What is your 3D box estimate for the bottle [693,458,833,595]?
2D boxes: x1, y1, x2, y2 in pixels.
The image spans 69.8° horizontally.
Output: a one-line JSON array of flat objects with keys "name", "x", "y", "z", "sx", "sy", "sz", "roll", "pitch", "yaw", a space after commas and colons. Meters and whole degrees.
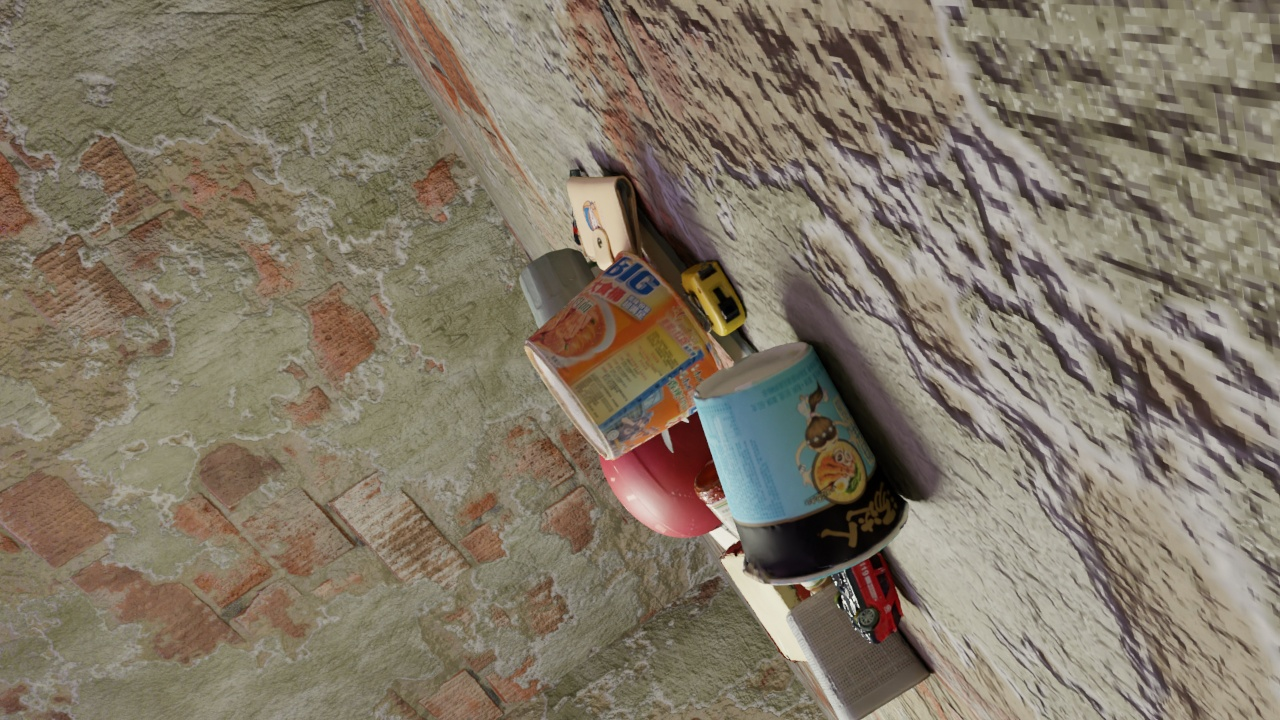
[{"name": "bottle", "x": 0.140, "y": 0.184, "z": 0.971, "sx": 0.206, "sy": 0.060, "sz": 0.060, "roll": 46, "pitch": 179, "yaw": -18}]

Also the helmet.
[{"name": "helmet", "x": 0.028, "y": 0.123, "z": 1.080, "sx": 0.207, "sy": 0.143, "sz": 0.240, "roll": 54, "pitch": 160, "yaw": 29}]

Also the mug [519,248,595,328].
[{"name": "mug", "x": -0.060, "y": -0.068, "z": 1.000, "sx": 0.103, "sy": 0.124, "sz": 0.083, "roll": 63, "pitch": -172, "yaw": 21}]

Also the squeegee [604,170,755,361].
[{"name": "squeegee", "x": 0.042, "y": -0.018, "z": 0.855, "sx": 0.246, "sy": 0.039, "sz": 0.247, "roll": 54, "pitch": 175, "yaw": 28}]

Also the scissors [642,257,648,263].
[{"name": "scissors", "x": 0.005, "y": -0.085, "z": 0.941, "sx": 0.063, "sy": 0.017, "sz": 0.135, "roll": 42, "pitch": 170, "yaw": 39}]

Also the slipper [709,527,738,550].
[{"name": "slipper", "x": 0.159, "y": 0.251, "z": 1.298, "sx": 0.274, "sy": 0.054, "sz": 0.114, "roll": 26, "pitch": 155, "yaw": 57}]

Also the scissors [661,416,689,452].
[{"name": "scissors", "x": -0.007, "y": 0.007, "z": 0.947, "sx": 0.174, "sy": 0.019, "sz": 0.170, "roll": 18, "pitch": 122, "yaw": 55}]

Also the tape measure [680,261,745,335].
[{"name": "tape measure", "x": 0.051, "y": -0.044, "z": 0.673, "sx": 0.057, "sy": 0.029, "sz": 0.060, "roll": 57, "pitch": 175, "yaw": -9}]

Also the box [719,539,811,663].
[{"name": "box", "x": 0.176, "y": 0.294, "z": 1.136, "sx": 0.168, "sy": 0.079, "sz": 0.092, "roll": 56, "pitch": 149, "yaw": -3}]

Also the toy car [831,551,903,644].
[{"name": "toy car", "x": 0.172, "y": 0.167, "z": 0.736, "sx": 0.120, "sy": 0.045, "sz": 0.053, "roll": 64, "pitch": 171, "yaw": -12}]

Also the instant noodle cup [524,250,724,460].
[{"name": "instant noodle cup", "x": -0.016, "y": 0.003, "z": 0.751, "sx": 0.151, "sy": 0.111, "sz": 0.151, "roll": 51, "pitch": 169, "yaw": 14}]

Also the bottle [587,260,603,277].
[{"name": "bottle", "x": -0.032, "y": -0.062, "z": 1.142, "sx": 0.068, "sy": 0.068, "sz": 0.197, "roll": 55, "pitch": 177, "yaw": 18}]

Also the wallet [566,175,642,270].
[{"name": "wallet", "x": -0.032, "y": -0.119, "z": 0.810, "sx": 0.115, "sy": 0.024, "sz": 0.087, "roll": 21, "pitch": 129, "yaw": 62}]

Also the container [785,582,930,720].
[{"name": "container", "x": 0.202, "y": 0.274, "z": 0.882, "sx": 0.114, "sy": 0.090, "sz": 0.090, "roll": 58, "pitch": 175, "yaw": 19}]

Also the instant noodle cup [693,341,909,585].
[{"name": "instant noodle cup", "x": 0.089, "y": 0.057, "z": 0.561, "sx": 0.120, "sy": 0.111, "sz": 0.111, "roll": 65, "pitch": 174, "yaw": -9}]

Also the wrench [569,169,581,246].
[{"name": "wrench", "x": -0.072, "y": -0.165, "z": 1.064, "sx": 0.273, "sy": 0.016, "sz": 0.056, "roll": 140, "pitch": 127, "yaw": -86}]
